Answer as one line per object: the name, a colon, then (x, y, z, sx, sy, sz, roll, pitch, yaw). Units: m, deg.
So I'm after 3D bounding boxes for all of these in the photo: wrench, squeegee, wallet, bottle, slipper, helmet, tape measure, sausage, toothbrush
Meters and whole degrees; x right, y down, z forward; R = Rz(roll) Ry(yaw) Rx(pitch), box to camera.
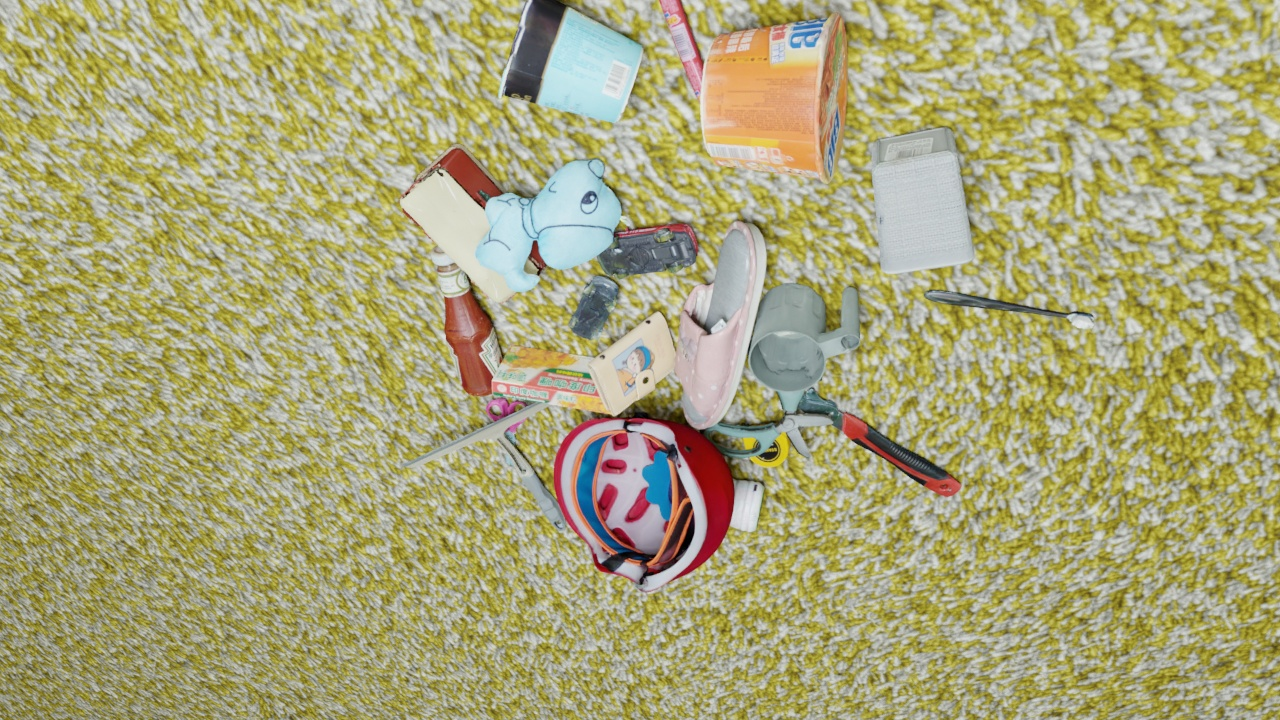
wrench: (0.291, 0.096, 1.147, 0.273, 0.016, 0.056, 35, 127, -12)
squeegee: (-0.162, 0.158, 1.292, 0.246, 0.039, 0.247, -25, 129, 4)
wallet: (-0.007, 0.006, 1.101, 0.024, 0.115, 0.087, 19, 139, 48)
bottle: (-0.216, -0.049, 1.140, 0.060, 0.059, 0.206, 0, 126, 14)
slipper: (0.080, -0.033, 1.047, 0.054, 0.114, 0.275, 0, 129, -19)
helmet: (0.018, 0.164, 1.144, 0.240, 0.143, 0.207, 23, 108, 41)
tape measure: (0.163, 0.107, 1.176, 0.060, 0.028, 0.057, -9, 105, 22)
sausage: (0.045, -0.307, 0.899, 0.020, 0.020, 0.156, -12, 123, 22)
toothbrush: (0.402, -0.057, 1.003, 0.181, 0.018, 0.016, 11, 131, 8)
bottle: (0.065, 0.179, 1.238, 0.197, 0.068, 0.068, 11, 129, 11)

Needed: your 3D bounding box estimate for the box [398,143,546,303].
box: (-0.188, -0.148, 1.041, 0.092, 0.079, 0.168, -31, 114, 30)

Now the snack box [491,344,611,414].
snack box: (-0.100, 0.023, 1.152, 0.156, 0.076, 0.027, 9, 128, 7)

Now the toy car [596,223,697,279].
toy car: (0.008, -0.125, 1.032, 0.121, 0.045, 0.053, -4, 123, 25)

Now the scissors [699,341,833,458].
scissors: (0.144, 0.052, 1.131, 0.174, 0.019, 0.170, -9, 111, 23)

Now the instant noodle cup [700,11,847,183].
instant noodle cup: (0.125, -0.242, 0.854, 0.111, 0.151, 0.151, 6, 128, 20)

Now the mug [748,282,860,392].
mug: (0.184, -0.033, 1.020, 0.124, 0.103, 0.084, -19, 120, 25)

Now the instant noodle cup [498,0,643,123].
instant noodle cup: (-0.065, -0.289, 0.895, 0.120, 0.111, 0.111, 18, 129, -11)

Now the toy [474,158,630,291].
toy: (-0.092, -0.148, 0.998, 0.156, 0.050, 0.161, 13, 95, -13)

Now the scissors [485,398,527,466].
scissors: (-0.178, 0.103, 1.274, 0.063, 0.017, 0.135, -1, 132, 0)

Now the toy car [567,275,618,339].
toy car: (-0.056, -0.063, 1.102, 0.043, 0.034, 0.091, 22, 131, -6)

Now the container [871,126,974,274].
container: (0.277, -0.161, 0.910, 0.090, 0.090, 0.114, -7, 121, 18)
